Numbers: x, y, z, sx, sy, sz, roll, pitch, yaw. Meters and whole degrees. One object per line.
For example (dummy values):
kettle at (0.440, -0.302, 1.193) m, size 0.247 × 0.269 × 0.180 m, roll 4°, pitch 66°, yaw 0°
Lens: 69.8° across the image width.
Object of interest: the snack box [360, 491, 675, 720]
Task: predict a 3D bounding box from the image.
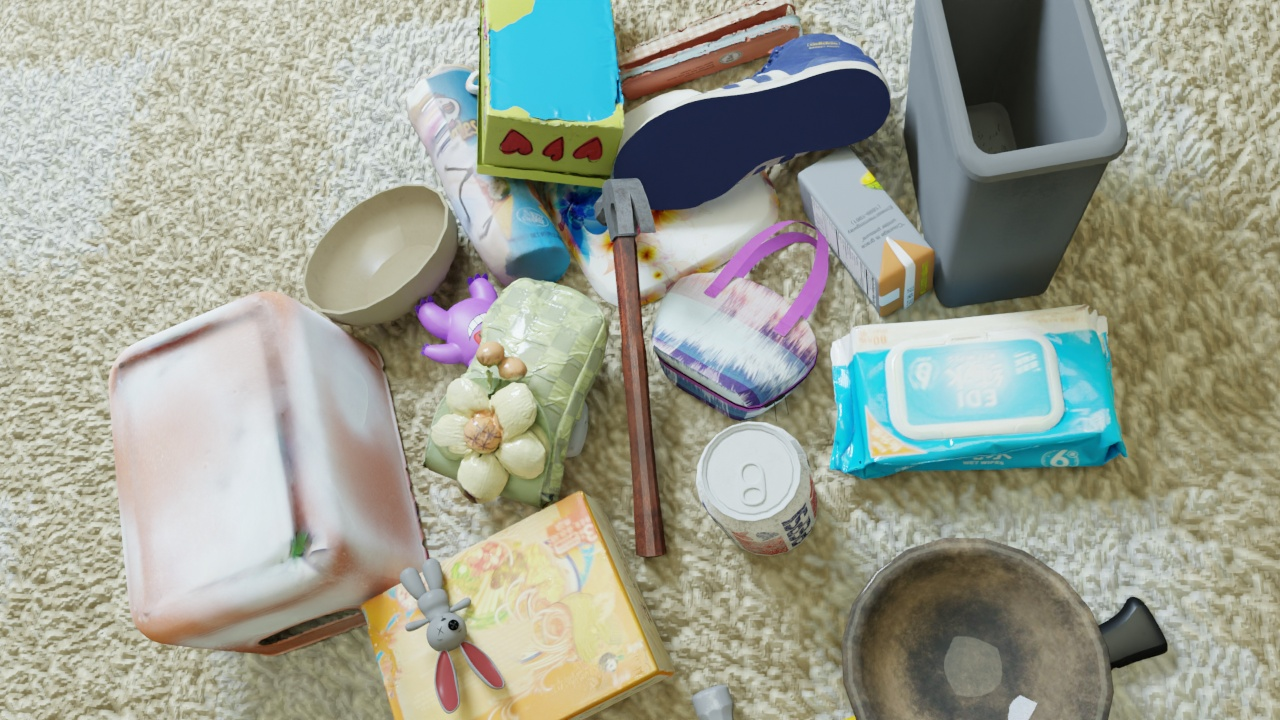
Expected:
snack box at (-0.092, 0.210, 0.696) m, size 0.195 × 0.080 × 0.145 m, roll -28°, pitch 66°, yaw 4°

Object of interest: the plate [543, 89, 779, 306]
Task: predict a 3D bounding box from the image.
plate at (0.014, -0.154, 0.832) m, size 0.187 × 0.016 × 0.187 m, roll -29°, pitch 67°, yaw 2°

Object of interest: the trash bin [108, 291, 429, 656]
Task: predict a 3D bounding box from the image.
trash bin at (-0.305, 0.094, 0.748) m, size 0.181 × 0.157 × 0.259 m, roll -21°, pitch 69°, yaw 6°

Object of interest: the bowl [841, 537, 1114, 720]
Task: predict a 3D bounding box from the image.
bowl at (0.215, 0.202, 0.604) m, size 0.162 × 0.070 × 0.162 m, roll -4°, pitch 70°, yaw 10°

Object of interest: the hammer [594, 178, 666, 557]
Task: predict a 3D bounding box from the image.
hammer at (-0.004, 0.004, 0.728) m, size 0.028 × 0.111 × 0.300 m, roll -4°, pitch 87°, yaw -11°

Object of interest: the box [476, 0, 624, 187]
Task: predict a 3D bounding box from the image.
box at (-0.084, -0.264, 0.819) m, size 0.124 × 0.082 × 0.220 m, roll 1°, pitch 62°, yaw -14°

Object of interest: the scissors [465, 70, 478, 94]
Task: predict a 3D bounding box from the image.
scissors at (-0.102, -0.244, 0.860) m, size 0.129 × 0.011 × 0.125 m, roll 9°, pitch 62°, yaw -19°

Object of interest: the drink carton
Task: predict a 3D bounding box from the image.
drink carton at (0.183, -0.104, 0.745) m, size 0.048 × 0.076 × 0.124 m, roll -30°, pitch 63°, yaw 2°

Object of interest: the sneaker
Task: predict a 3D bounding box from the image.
sneaker at (0.092, -0.214, 0.785) m, size 0.233 × 0.091 × 0.118 m, roll -17°, pitch 32°, yaw 22°

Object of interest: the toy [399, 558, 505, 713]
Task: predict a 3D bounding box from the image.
toy at (-0.138, 0.193, 0.653) m, size 0.049 × 0.030 × 0.111 m, roll -20°, pitch 59°, yaw -23°

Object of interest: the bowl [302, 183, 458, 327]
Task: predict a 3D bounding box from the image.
bowl at (-0.228, -0.088, 0.835) m, size 0.152 × 0.050 × 0.152 m, roll -14°, pitch 50°, yaw 18°

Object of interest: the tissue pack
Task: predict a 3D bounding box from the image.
tissue pack at (0.245, 0.026, 0.690) m, size 0.209 × 0.066 × 0.116 m, roll -6°, pitch 69°, yaw 14°

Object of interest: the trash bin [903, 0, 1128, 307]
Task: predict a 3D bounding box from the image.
trash bin at (0.255, -0.167, 0.668) m, size 0.098 × 0.220 × 0.191 m, roll -8°, pitch 70°, yaw 10°

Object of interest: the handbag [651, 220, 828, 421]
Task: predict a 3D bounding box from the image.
handbag at (0.095, -0.043, 0.755) m, size 0.144 × 0.068 × 0.169 m, roll 31°, pitch 74°, yaw 22°

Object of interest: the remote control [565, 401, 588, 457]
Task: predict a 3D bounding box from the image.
remote control at (-0.102, 0.052, 0.782) m, size 0.114 × 0.028 × 0.060 m, roll 2°, pitch 74°, yaw 12°

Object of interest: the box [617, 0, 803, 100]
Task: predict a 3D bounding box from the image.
box at (0.056, -0.295, 0.857) m, size 0.187 × 0.060 × 0.058 m, roll -17°, pitch 107°, yaw 7°

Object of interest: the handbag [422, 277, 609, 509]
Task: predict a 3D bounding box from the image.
handbag at (-0.098, 0.021, 0.711) m, size 0.113 × 0.117 × 0.186 m, roll 17°, pitch 80°, yaw 12°

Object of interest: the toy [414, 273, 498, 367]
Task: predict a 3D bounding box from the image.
toy at (-0.141, -0.020, 0.802) m, size 0.105 × 0.056 × 0.088 m, roll -31°, pitch 61°, yaw -31°

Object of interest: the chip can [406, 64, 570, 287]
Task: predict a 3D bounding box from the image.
chip can at (-0.144, -0.168, 0.844) m, size 0.080 × 0.080 × 0.229 m, roll -29°, pitch 67°, yaw 2°

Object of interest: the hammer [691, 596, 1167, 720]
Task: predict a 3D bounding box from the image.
hammer at (0.206, 0.245, 0.644) m, size 0.324 × 0.029 × 0.127 m, roll -21°, pitch 68°, yaw 5°

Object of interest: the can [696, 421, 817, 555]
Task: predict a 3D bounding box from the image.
can at (0.086, 0.094, 0.664) m, size 0.078 × 0.136 × 0.078 m, roll -4°, pitch 70°, yaw 12°
